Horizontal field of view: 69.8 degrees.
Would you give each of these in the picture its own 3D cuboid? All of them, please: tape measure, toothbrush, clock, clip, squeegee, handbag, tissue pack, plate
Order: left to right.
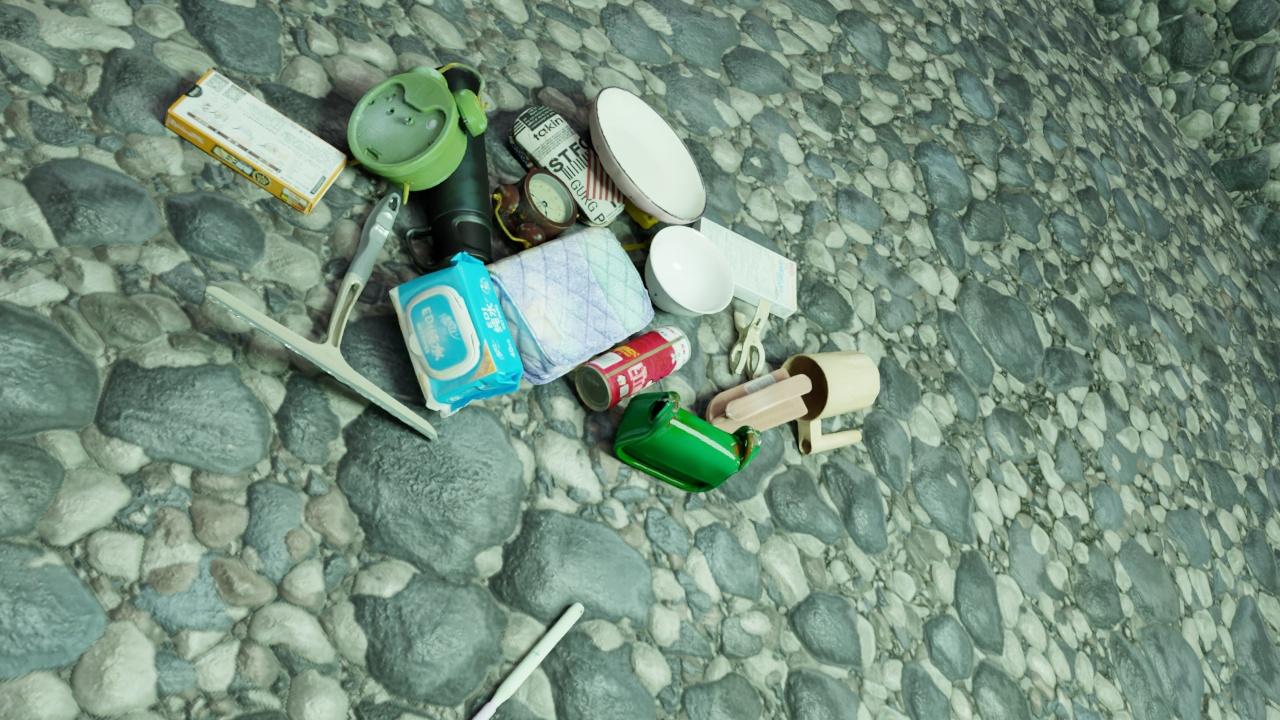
[{"bbox_3d":[-0.275,-0.074,0.886,0.246,0.039,0.246,39,40,-34],"label":"squeegee"},{"bbox_3d":[-0.226,-0.245,0.947,0.116,0.056,0.161,36,81,23],"label":"clock"},{"bbox_3d":[-0.175,-0.024,0.869,0.140,0.090,0.063,70,18,2],"label":"tissue pack"},{"bbox_3d":[-0.107,0.282,0.812,0.020,0.029,0.189,18,40,27],"label":"toothbrush"},{"bbox_3d":[-0.121,-0.164,1.019,0.082,0.055,0.121,58,38,-5],"label":"clock"},{"bbox_3d":[-0.081,-0.062,0.972,0.193,0.076,0.134,-29,90,-50],"label":"handbag"},{"bbox_3d":[-0.044,-0.132,1.090,0.189,0.017,0.015,-13,73,-39],"label":"toothbrush"},{"bbox_3d":[0.003,-0.242,1.112,0.192,0.039,0.192,33,39,-32],"label":"plate"},{"bbox_3d":[0.007,-0.200,1.156,0.060,0.029,0.057,50,48,0],"label":"tape measure"},{"bbox_3d":[0.048,0.081,0.965,0.131,0.120,0.067,29,57,-20],"label":"handbag"},{"bbox_3d":[0.132,-0.023,1.138,0.034,0.060,0.097,17,68,-25],"label":"clip"}]

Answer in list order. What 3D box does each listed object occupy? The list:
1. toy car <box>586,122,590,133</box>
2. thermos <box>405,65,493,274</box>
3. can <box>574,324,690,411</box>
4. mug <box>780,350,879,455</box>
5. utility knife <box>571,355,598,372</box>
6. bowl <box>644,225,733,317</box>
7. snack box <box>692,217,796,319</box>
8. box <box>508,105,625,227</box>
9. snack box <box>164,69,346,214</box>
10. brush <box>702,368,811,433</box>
[{"bbox_3d":[-0.030,-0.278,1.169,0.091,0.036,0.043,50,45,-11],"label":"toy car"},{"bbox_3d":[-0.209,-0.202,0.988,0.090,0.069,0.242,-3,65,-11],"label":"thermos"},{"bbox_3d":[-0.006,0.006,1.000,0.132,0.053,0.053,-28,82,-39],"label":"can"},{"bbox_3d":[0.238,0.050,1.147,0.103,0.084,0.124,-6,93,-38],"label":"mug"},{"bbox_3d":[-0.071,-0.001,1.003,0.177,0.019,0.031,17,62,-32],"label":"utility knife"},{"bbox_3d":[0.046,-0.094,1.098,0.118,0.065,0.118,17,56,-27],"label":"bowl"},{"bbox_3d":[0.135,-0.120,1.200,0.156,0.027,0.084,23,53,-23],"label":"snack box"},{"bbox_3d":[-0.093,-0.223,1.098,0.163,0.077,0.074,47,68,-6],"label":"box"},{"bbox_3d":[-0.376,-0.216,0.905,0.153,0.026,0.075,33,51,-15],"label":"snack box"},{"bbox_3d":[0.134,0.053,1.070,0.145,0.073,0.063,-17,76,-38],"label":"brush"}]
